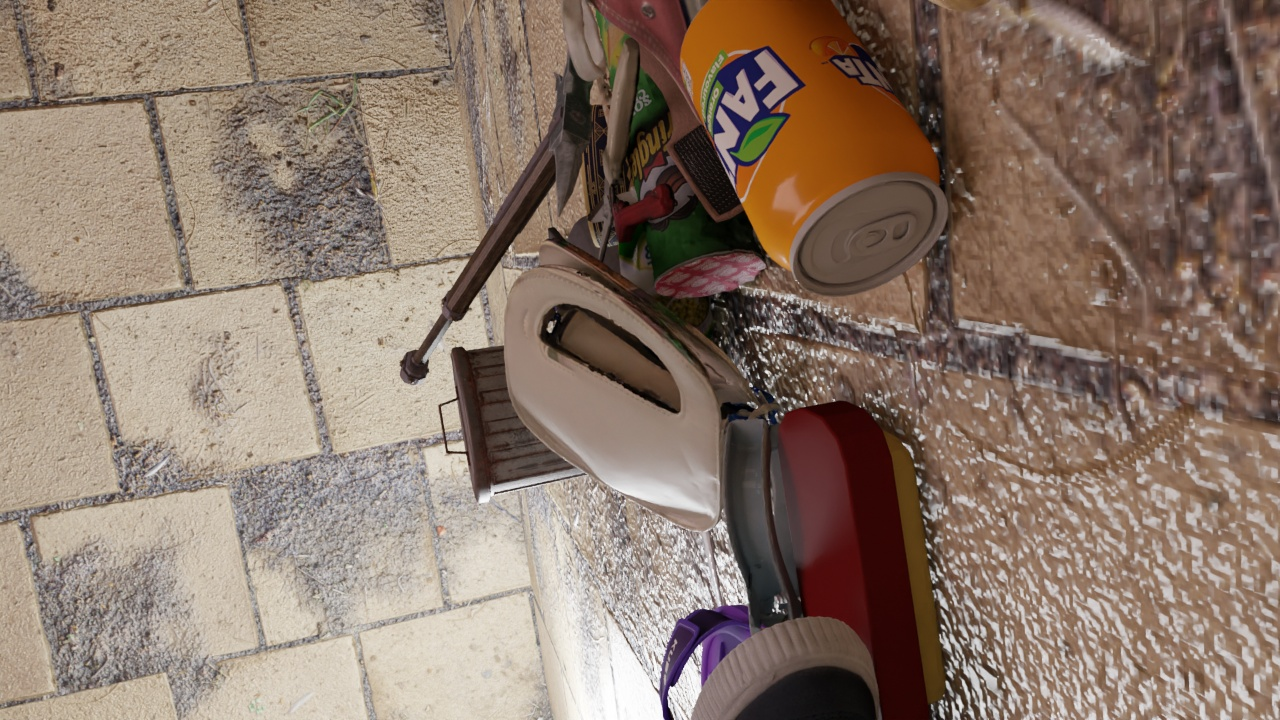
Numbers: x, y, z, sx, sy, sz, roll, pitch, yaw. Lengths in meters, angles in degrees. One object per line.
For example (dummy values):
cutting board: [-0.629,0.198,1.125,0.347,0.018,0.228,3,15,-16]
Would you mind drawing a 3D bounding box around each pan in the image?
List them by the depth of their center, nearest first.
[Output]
pan: [-0.076,-0.106,1.094,0.357,0.041,0.179,-127,31,-63]

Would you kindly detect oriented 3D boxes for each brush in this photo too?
brush: [0.114,0.106,0.467,0.082,0.041,0.173,180,81,-76]
brush: [0.031,-0.148,0.549,0.135,0.050,0.015,59,-171,17]

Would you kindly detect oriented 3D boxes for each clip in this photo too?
clip: [0.065,0.108,0.497,0.141,0.029,0.171,28,-123,-59]

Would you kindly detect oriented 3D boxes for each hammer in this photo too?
hammer: [-0.121,-0.070,0.698,0.318,0.028,0.146,-47,32,42]

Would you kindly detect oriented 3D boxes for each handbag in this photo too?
handbag: [-0.004,0.004,0.609,0.201,0.092,0.200,28,149,22]

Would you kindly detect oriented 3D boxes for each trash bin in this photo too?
trash bin: [-0.063,0.040,0.780,0.131,0.211,0.131,170,91,-77]

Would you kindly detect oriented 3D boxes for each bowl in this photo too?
bowl: [-0.010,-0.150,0.738,0.112,0.061,0.112,-3,-92,-85]

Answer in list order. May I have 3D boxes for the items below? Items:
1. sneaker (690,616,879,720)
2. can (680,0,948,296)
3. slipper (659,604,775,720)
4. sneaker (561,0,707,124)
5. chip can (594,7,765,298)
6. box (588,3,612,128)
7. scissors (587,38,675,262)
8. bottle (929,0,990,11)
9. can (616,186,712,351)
sneaker: [0.078,0.225,0.419,0.087,0.089,0.236,-117,16,-61]
can: [0.074,-0.103,0.410,0.079,0.079,0.142,99,158,-52]
slipper: [0.060,0.233,0.646,0.267,0.084,0.107,146,124,-74]
sneaker: [0.000,-0.213,0.450,0.241,0.088,0.118,62,-152,-49]
chip can: [0.022,-0.156,0.600,0.076,0.075,0.223,126,134,-71]
box: [-0.006,-0.244,0.678,0.043,0.083,0.187,-29,68,56]
scissors: [-0.012,-0.113,0.575,0.193,0.015,0.179,-122,27,-56]
bottle: [0.085,-0.177,0.355,0.166,0.059,0.060,-116,21,-49]
can: [0.018,-0.068,0.685,0.067,0.067,0.121,-132,34,-66]
